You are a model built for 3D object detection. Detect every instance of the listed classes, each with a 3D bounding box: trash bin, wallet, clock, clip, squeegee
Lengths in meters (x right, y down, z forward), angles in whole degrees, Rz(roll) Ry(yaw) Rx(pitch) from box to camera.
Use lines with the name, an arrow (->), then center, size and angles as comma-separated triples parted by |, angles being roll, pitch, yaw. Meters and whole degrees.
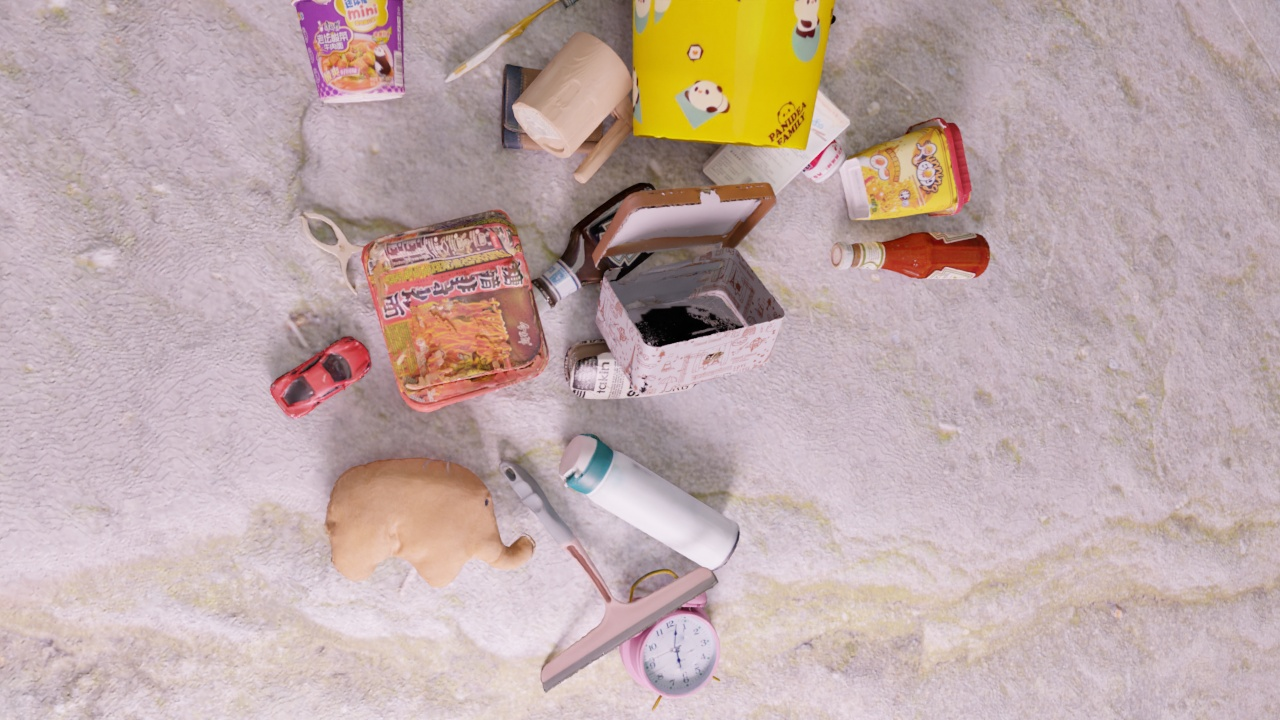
trash bin -> 0.092, -0.351, 0.932 | 0.229, 0.229, 0.255 | 1, 104, -17
wallet -> -0.097, -0.276, 1.019 | 0.115, 0.033, 0.090 | 1, 92, -21
clock -> 0.033, 0.322, 1.083 | 0.117, 0.060, 0.158 | -18, 97, -16
clip -> -0.319, -0.119, 0.961 | 0.097, 0.034, 0.061 | 44, 80, -24
squeegee -> -0.081, 0.212, 1.046 | 0.248, 0.040, 0.249 | -35, 93, 13

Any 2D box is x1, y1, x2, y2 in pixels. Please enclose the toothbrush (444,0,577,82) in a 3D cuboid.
toothbrush -> -0.137, -0.358, 1.008 | 0.191, 0.016, 0.018 | -40, 112, -12

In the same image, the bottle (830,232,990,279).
bottle -> 0.337, -0.131, 1.147 | 0.206, 0.060, 0.060 | -2, 94, -17

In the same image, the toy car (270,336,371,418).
toy car -> -0.334, 0.017, 0.965 | 0.106, 0.031, 0.049 | -35, 104, -14

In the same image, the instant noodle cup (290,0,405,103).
instant noodle cup -> -0.287, -0.312, 0.922 | 0.111, 0.111, 0.099 | -8, 105, -17

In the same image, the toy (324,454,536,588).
toy -> -0.219, 0.172, 0.980 | 0.226, 0.082, 0.143 | 8, 104, -12

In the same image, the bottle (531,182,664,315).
bottle -> -0.052, -0.119, 1.036 | 0.194, 0.044, 0.080 | -38, 113, -10

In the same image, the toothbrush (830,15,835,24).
toothbrush -> 0.145, -0.368, 1.090 | 0.212, 0.027, 0.026 | -30, 146, -14

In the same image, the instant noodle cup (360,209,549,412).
instant noodle cup -> -0.195, -0.053, 0.977 | 0.164, 0.079, 0.189 | -16, 97, -15

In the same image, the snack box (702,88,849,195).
snack box -> 0.154, -0.249, 1.059 | 0.084, 0.026, 0.157 | 40, 114, -15

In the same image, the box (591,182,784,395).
box -> 0.060, -0.095, 0.979 | 0.182, 0.156, 0.193 | -13, 143, -24

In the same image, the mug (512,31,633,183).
mug -> -0.063, -0.266, 0.980 | 0.103, 0.084, 0.124 | -51, 133, -13

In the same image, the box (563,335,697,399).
box -> -0.009, 0.005, 1.062 | 0.163, 0.081, 0.075 | -7, 127, -18

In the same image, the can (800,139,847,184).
can -> 0.183, -0.272, 1.092 | 0.132, 0.053, 0.053 | 40, 82, -16

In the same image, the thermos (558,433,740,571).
thermos -> 0.009, 0.161, 1.063 | 0.224, 0.073, 0.073 | 33, 84, -16

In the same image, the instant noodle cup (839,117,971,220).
instant noodle cup -> 0.316, -0.223, 1.113 | 0.123, 0.116, 0.116 | -15, 99, -4
